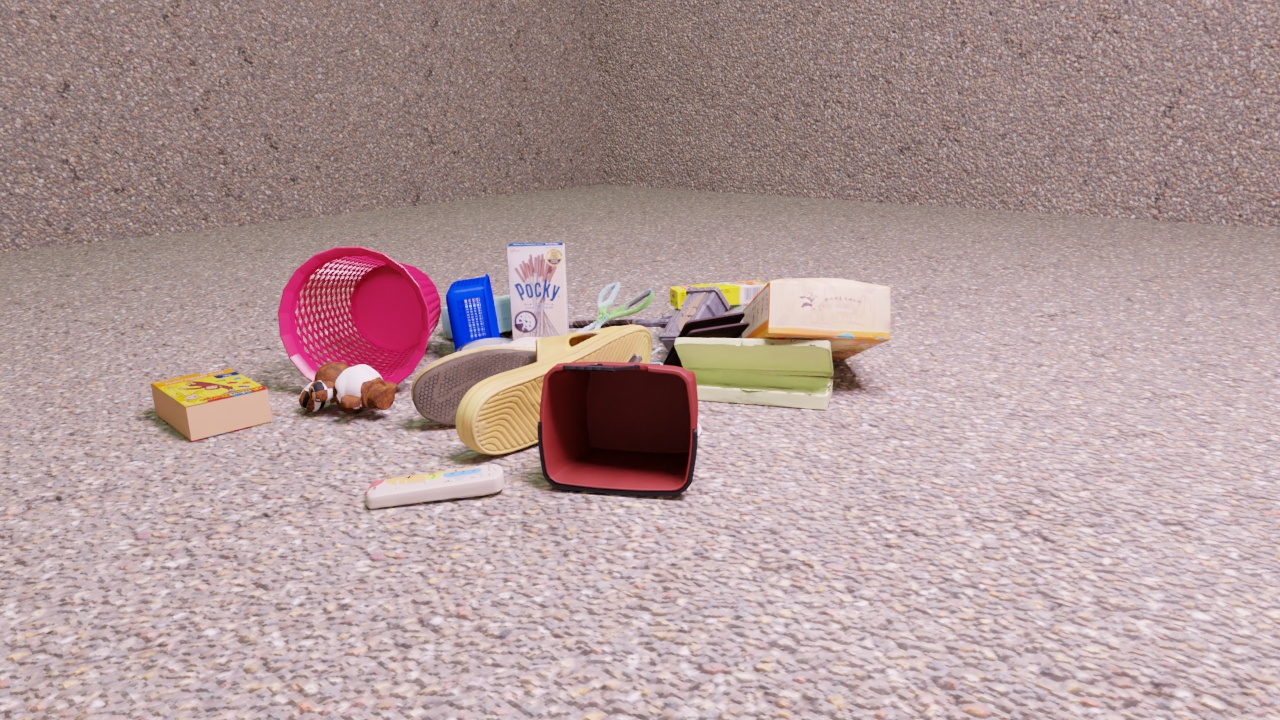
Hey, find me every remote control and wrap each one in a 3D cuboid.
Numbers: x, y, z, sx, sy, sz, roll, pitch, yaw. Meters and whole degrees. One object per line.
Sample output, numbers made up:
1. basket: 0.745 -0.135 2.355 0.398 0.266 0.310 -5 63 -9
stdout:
1. remote control: -0.188 0.116 0.841 0.125 0.018 0.038 -6 17 -10

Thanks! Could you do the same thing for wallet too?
1. wallet: 0.079 -0.018 1.160 0.091 0.018 0.116 -10 -26 -26

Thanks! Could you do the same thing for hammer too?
1. hammer: -0.027 -0.053 1.322 0.323 0.044 0.098 1 49 42

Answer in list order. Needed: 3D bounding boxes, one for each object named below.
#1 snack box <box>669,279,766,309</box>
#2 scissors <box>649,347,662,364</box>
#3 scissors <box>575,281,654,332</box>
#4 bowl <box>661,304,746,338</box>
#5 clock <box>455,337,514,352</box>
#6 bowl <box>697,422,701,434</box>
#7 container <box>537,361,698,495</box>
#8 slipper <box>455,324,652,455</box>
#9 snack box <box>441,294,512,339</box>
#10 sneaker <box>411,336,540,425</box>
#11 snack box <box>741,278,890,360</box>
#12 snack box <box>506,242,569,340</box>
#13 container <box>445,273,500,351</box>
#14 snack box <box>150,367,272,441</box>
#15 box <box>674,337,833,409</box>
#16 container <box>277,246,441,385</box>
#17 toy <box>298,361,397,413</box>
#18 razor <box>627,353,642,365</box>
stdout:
1. snack box: 0.121 -0.101 1.400 0.148 0.029 0.040 -6 16 -15
2. scissors: -0.005 0.006 1.158 0.126 0.015 0.135 -3 24 47
3. scissors: -0.055 -0.060 1.312 0.171 0.023 0.168 -27 37 10
4. bowl: 0.110 -0.047 1.344 0.157 0.038 0.157 -1 16 0
5. clock: -0.199 0.011 1.152 0.090 0.052 0.129 10 24 35
6. bowl: 0.011 0.055 0.990 0.110 0.040 0.109 -1 16 0
7. container: -0.020 0.057 0.832 0.148 0.127 0.200 2 6 13
8. slipper: -0.095 0.027 0.997 0.078 0.100 0.262 20 30 40
9. snack box: -0.214 -0.073 1.421 0.174 0.053 0.075 -14 12 -40
10. sneaker: -0.154 0.010 1.071 0.241 0.089 0.102 -6 23 -28
11. snack box: 0.213 -0.054 1.144 0.145 0.080 0.195 3 -7 -2
12. snack box: -0.148 -0.095 1.332 0.082 0.150 0.026 -2 17 1
13. container: -0.233 -0.057 1.280 0.058 0.114 0.096 -8 17 -4
14. snack box: -0.496 0.048 1.060 0.088 0.040 0.126 -16 21 -40
15. box: 0.135 0.018 1.096 0.188 0.089 0.077 1 -4 17
16. container: -0.351 -0.063 1.230 0.183 0.183 0.225 -2 9 -1
17. toy: -0.335 0.035 1.068 0.113 0.067 0.087 19 24 28
18. razor: -0.028 0.029 0.990 0.043 0.026 0.105 -30 18 52
